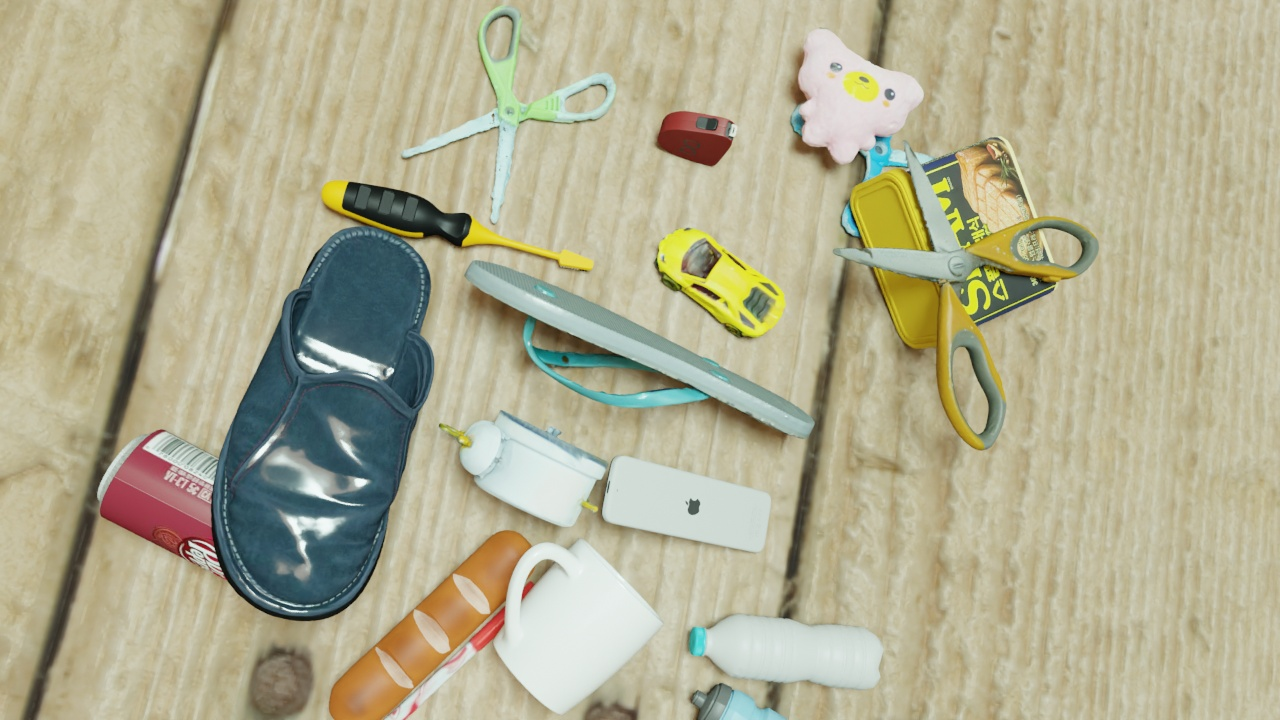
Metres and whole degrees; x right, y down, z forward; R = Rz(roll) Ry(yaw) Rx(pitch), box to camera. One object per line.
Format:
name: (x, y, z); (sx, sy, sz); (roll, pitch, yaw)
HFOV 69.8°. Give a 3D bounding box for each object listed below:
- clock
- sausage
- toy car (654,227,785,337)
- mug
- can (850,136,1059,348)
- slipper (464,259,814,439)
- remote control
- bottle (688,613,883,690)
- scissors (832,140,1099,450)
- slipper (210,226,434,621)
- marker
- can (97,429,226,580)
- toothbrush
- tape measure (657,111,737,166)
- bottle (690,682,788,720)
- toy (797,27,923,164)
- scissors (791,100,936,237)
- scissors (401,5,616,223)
clock: (-0.081, 0.066, 0.618); (0.117, 0.083, 0.057); (27, 84, -8)
sausage: (-0.136, 0.177, 0.609); (0.164, 0.044, 0.039); (-43, 81, -14)
toy car: (0.059, -0.060, 0.690); (0.107, 0.030, 0.049); (34, 78, -3)
mug: (-0.052, 0.167, 0.600); (0.087, 0.081, 0.114); (-45, 126, -8)
can: (0.241, -0.091, 0.703); (0.104, 0.075, 0.135); (-23, 93, -16)
slipper: (-0.004, 0.004, 0.647); (0.268, 0.098, 0.055); (24, 102, -15)
remote control: (0.036, 0.102, 0.641); (0.146, 0.008, 0.045); (19, 77, -34)
bottle: (0.102, 0.206, 0.653); (0.136, 0.044, 0.044); (9, 80, -10)
scissors: (0.237, -0.047, 0.650); (0.225, 0.016, 0.229); (0, 86, -18)
slipper: (-0.187, 0.022, 0.568); (0.109, 0.084, 0.265); (19, 64, -21)
marker: (-0.124, 0.204, 0.624); (0.142, 0.013, 0.013); (-42, 92, -14)
can: (-0.276, 0.095, 0.583); (0.114, 0.063, 0.063); (29, 77, -6)
toothbrush: (-0.128, -0.094, 0.657); (0.196, 0.031, 0.031); (15, 75, -11)
tape measure: (0.041, -0.169, 0.686); (0.051, 0.059, 0.019); (17, 79, -9)
bottle: (0.093, 0.268, 0.636); (0.130, 0.040, 0.040); (31, 77, 6)
toy: (0.159, -0.200, 0.708); (0.102, 0.050, 0.093); (30, 77, -1)
scissors: (0.183, -0.160, 0.739); (0.134, 0.011, 0.140); (8, 80, -12)
scissors: (-0.092, -0.184, 0.684); (0.165, 0.024, 0.171); (6, 83, -16)
